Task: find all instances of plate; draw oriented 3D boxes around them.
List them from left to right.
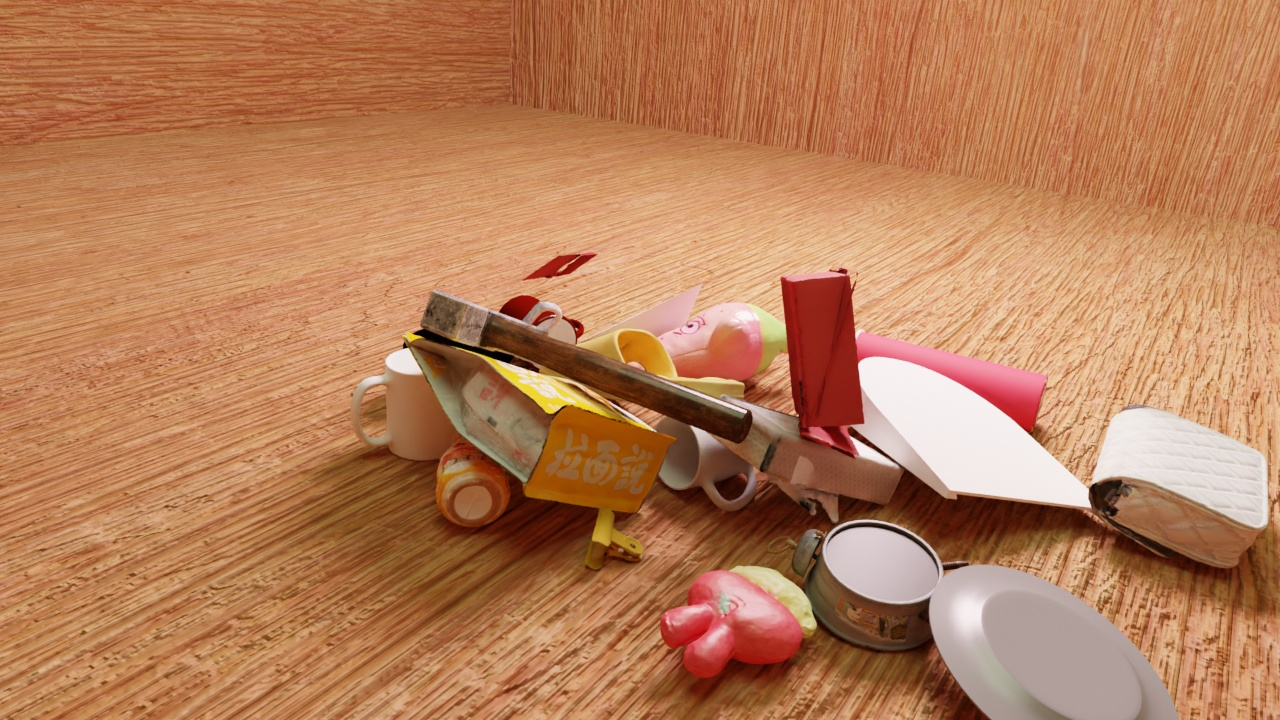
[{"bbox_3d":[0.009,-0.044,1.170,0.174,0.036,0.174,-26,3,1],"label":"plate"},{"bbox_3d":[0.286,0.205,0.632,0.178,0.012,0.178,14,32,-9],"label":"plate"}]

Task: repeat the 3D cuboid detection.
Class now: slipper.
[{"bbox_3d":[-0.006,0.006,0.977,0.264,0.078,0.099,7,2,39],"label":"slipper"}]

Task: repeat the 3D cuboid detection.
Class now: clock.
[{"bbox_3d":[0.169,0.167,0.712,0.148,0.056,0.103,18,34,20],"label":"clock"}]

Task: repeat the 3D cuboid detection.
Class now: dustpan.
[{"bbox_3d":[0.312,0.085,0.944,0.191,0.053,0.257,9,27,-22],"label":"dustpan"}]

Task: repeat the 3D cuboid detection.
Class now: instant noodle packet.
[{"bbox_3d":[-0.100,0.039,0.829,0.222,0.084,0.162,34,9,37],"label":"instant noodle packet"}]

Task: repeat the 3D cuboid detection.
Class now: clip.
[{"bbox_3d":[-0.024,0.152,0.762,0.048,0.046,0.054,-27,17,13],"label":"clip"}]

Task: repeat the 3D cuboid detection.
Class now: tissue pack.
[{"bbox_3d":[0.152,0.094,0.844,0.181,0.071,0.104,21,9,-39],"label":"tissue pack"}]

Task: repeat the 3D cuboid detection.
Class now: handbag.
[{"bbox_3d":[0.506,0.117,0.872,0.139,0.073,0.194,27,29,24],"label":"handbag"}]

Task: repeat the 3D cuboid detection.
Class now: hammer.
[{"bbox_3d":[-0.028,0.014,0.858,0.301,0.037,0.217,20,0,22],"label":"hammer"}]

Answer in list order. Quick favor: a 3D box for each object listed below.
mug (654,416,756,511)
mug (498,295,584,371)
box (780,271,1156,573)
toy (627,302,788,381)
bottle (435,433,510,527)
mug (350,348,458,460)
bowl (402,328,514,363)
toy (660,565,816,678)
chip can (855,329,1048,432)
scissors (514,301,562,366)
[{"bbox_3d":[0.075,0.096,0.875,0.089,0.071,0.107,-5,50,-38],"label":"mug"},{"bbox_3d":[-0.115,-0.036,1.139,0.105,0.073,0.082,-8,25,-33],"label":"mug"},{"bbox_3d":[0.269,0.043,0.850,0.374,0.148,0.212,29,9,4],"label":"box"},{"bbox_3d":[0.079,-0.015,1.102,0.236,0.097,0.192,-14,1,-19],"label":"toy"},{"bbox_3d":[-0.149,0.099,0.813,0.063,0.063,0.108,0,22,-11],"label":"bottle"},{"bbox_3d":[-0.227,0.045,0.894,0.110,0.091,0.074,-12,27,-34],"label":"mug"},{"bbox_3d":[-0.197,0.011,1.004,0.124,0.124,0.052,1,65,-9],"label":"bowl"},{"bbox_3d":[0.072,0.186,0.661,0.092,0.045,0.134,26,26,36],"label":"toy"},{"bbox_3d":[0.360,0.023,1.090,0.221,0.069,0.069,16,25,26],"label":"chip can"},{"bbox_3d":[-0.150,-0.026,1.017,0.176,0.013,0.170,-24,-32,27],"label":"scissors"}]
